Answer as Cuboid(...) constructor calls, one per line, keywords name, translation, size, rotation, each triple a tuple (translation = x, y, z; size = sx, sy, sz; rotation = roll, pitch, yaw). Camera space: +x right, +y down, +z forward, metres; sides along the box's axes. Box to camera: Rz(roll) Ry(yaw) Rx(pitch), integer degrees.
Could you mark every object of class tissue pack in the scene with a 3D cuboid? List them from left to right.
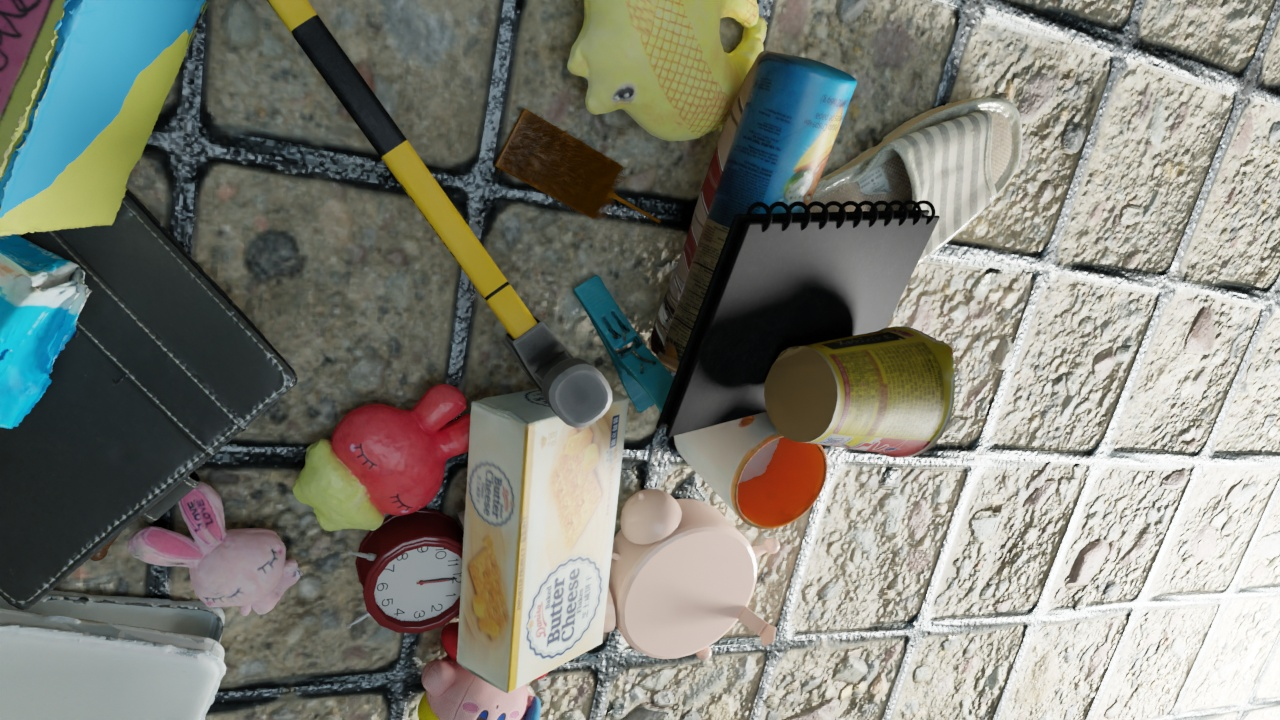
Cuboid(name="tissue pack", translation=(-0.366, -0.036, 0.470), size=(0.144, 0.061, 0.093), rotation=(31, 91, -11))

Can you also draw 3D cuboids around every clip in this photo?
Cuboid(name="clip", translation=(-0.004, 0.004, 0.688), size=(0.033, 0.120, 0.119), rotation=(-35, 154, -8))

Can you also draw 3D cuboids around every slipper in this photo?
Cuboid(name="slipper", translation=(0.198, -0.124, 0.730), size=(0.272, 0.054, 0.114), rotation=(-28, 126, -10))

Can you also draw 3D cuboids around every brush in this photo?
Cuboid(name="brush", translation=(-0.036, -0.124, 0.636), size=(0.126, 0.017, 0.048), rotation=(24, 99, -31))

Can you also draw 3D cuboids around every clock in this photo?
Cuboid(name="clock", translation=(-0.155, 0.155, 0.683), size=(0.124, 0.044, 0.087), rotation=(-2, 112, -24))
Cuboid(name="clock", translation=(0.034, 0.188, 0.769), size=(0.160, 0.086, 0.131), rotation=(28, 97, -26))

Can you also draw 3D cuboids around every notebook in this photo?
Cuboid(name="notebook", translation=(-0.328, 0.021, 0.527), size=(0.209, 0.029, 0.169), rotation=(-40, 102, -1))
Cuboid(name="notebook", translation=(0.121, -0.036, 0.662), size=(0.230, 0.019, 0.169), rotation=(-10, 129, -43))

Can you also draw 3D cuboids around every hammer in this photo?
Cuboid(name="hammer", translation=(-0.129, -0.101, 0.550), size=(0.034, 0.170, 0.324), rotation=(-37, 107, -8))

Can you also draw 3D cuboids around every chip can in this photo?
Cuboid(name="chip can", translation=(0.074, -0.097, 0.645), size=(0.079, 0.079, 0.230), rotation=(5, 119, -27))

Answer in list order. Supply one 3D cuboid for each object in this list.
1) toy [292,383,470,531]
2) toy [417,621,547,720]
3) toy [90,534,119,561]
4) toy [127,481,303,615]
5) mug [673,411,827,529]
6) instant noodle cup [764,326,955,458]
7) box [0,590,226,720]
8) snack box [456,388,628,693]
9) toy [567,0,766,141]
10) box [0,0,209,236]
Cuboid(name="toy", translation=(-0.171, 0.069, 0.637), size=(0.135, 0.045, 0.092), rotation=(-29, 123, -9))
Cuboid(name="toy", translation=(-0.137, 0.281, 0.737), size=(0.124, 0.097, 0.131), rotation=(29, 78, -38))
Cuboid(name="toy", translation=(-0.329, 0.082, 0.572), size=(0.102, 0.041, 0.054), rotation=(-48, 135, 6))
Cuboid(name="toy", translation=(-0.279, 0.132, 0.614), size=(0.063, 0.047, 0.110), rotation=(-48, 120, -10))
Cuboid(name="mug", translation=(0.084, 0.072, 0.725), size=(0.082, 0.105, 0.082), rotation=(-10, 115, -22))
Cuboid(name="instant noodle cup", translation=(0.151, 0.025, 0.665), size=(0.112, 0.100, 0.100), rotation=(-2, 112, -37))
Cuboid(name="box", translation=(-0.383, 0.198, 0.591), size=(0.213, 0.063, 0.118), rotation=(18, 105, -31))
Cuboid(name="snack box", translation=(-0.072, 0.125, 0.671), size=(0.104, 0.057, 0.208), rotation=(-12, 113, -49))
Cuboid(name="toy", translation=(0.019, -0.218, 0.599), size=(0.154, 0.065, 0.170), rotation=(-43, 131, -17))
Cuboid(name="box", translation=(-0.270, -0.175, 0.435), size=(0.079, 0.124, 0.221), rotation=(26, 100, -9))
